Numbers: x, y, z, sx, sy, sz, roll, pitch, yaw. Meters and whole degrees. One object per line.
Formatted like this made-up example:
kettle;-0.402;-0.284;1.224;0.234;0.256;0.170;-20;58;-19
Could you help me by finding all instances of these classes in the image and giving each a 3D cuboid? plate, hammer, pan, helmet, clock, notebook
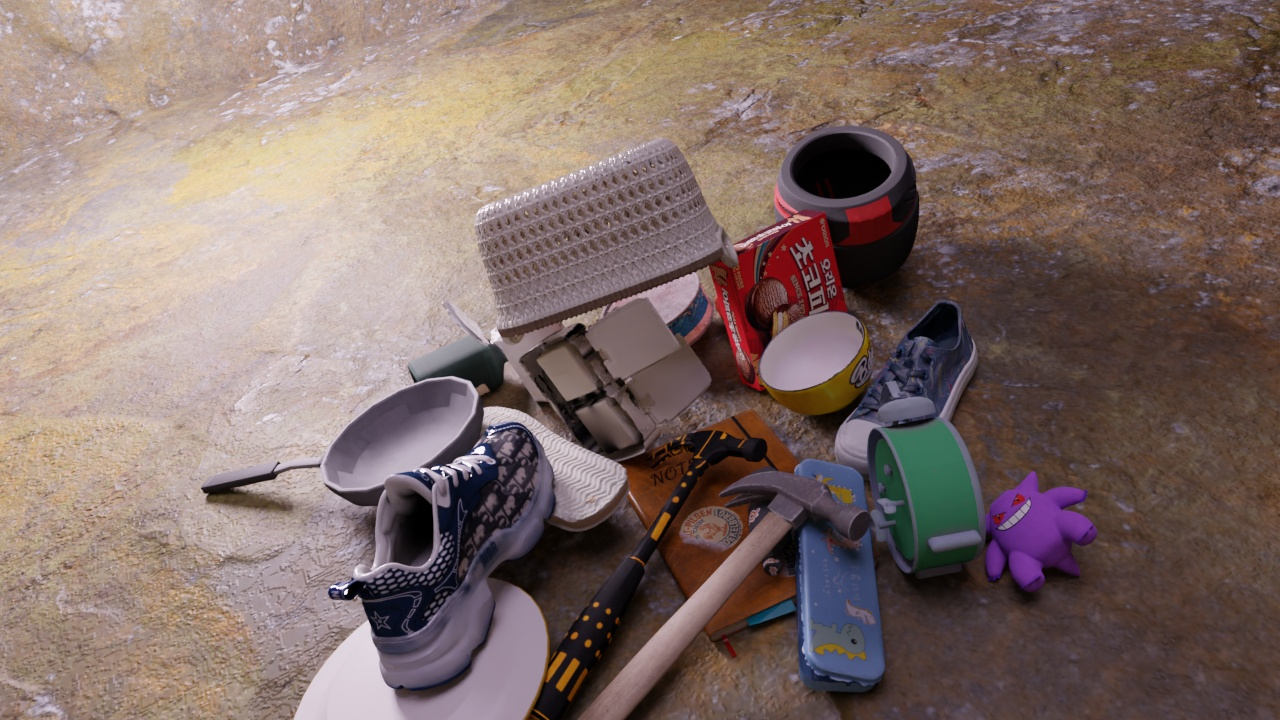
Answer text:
plate;-0.183;0.259;0.740;0.230;0.021;0.229;-17;31;11
hammer;-0.006;0.176;0.796;0.123;0.036;0.319;-3;39;44
pan;-0.323;0.106;0.981;0.358;0.041;0.178;-13;32;19
helmet;0.248;-0.178;1.105;0.164;0.170;0.264;-18;38;6
clock;0.227;0.094;0.771;0.075;0.122;0.161;-11;60;0
hammer;0.035;0.212;0.720;0.330;0.031;0.119;-45;40;-17
notebook;0.098;0.142;0.851;0.178;0.014;0.249;-21;37;-12

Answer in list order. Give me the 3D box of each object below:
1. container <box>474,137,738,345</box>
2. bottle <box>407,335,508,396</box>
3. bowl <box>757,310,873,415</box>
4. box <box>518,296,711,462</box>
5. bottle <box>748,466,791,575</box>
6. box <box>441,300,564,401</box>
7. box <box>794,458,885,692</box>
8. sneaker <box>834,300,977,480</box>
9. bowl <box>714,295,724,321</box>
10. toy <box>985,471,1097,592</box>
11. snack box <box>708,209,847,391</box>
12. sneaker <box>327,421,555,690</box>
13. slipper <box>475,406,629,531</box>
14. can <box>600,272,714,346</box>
container;-0.042;-0.120;0.908;0.246;0.143;0.184;-19;13;11
bottle;-0.200;0.008;1.084;0.131;0.061;0.061;-26;36;-18
bowl;0.187;0.012;0.944;0.117;0.067;0.117;-24;32;17
box;-0.016;0.013;0.909;0.186;0.145;0.095;-27;14;30
bottle;0.113;0.140;0.803;0.036;0.036;0.109;-6;37;9
box;-0.139;-0.022;1.029;0.112;0.162;0.084;-27;28;0
box;0.160;0.165;0.749;0.066;0.049;0.209;-1;45;8
sneaker;0.269;0.024;0.903;0.087;0.079;0.234;18;46;36
bowl;0.151;-0.062;1.093;0.122;0.035;0.121;-8;36;6
toy;0.321;0.140;0.752;0.106;0.056;0.088;-47;39;12
snack box;0.154;-0.066;0.994;0.132;0.152;0.036;-28;25;-20
sneaker;-0.162;0.127;0.770;0.103;0.132;0.268;-9;35;26
slipper;-0.108;0.111;0.922;0.114;0.052;0.263;-40;36;-28
can;0.019;-0.055;1.088;0.130;0.044;0.129;-21;34;15
